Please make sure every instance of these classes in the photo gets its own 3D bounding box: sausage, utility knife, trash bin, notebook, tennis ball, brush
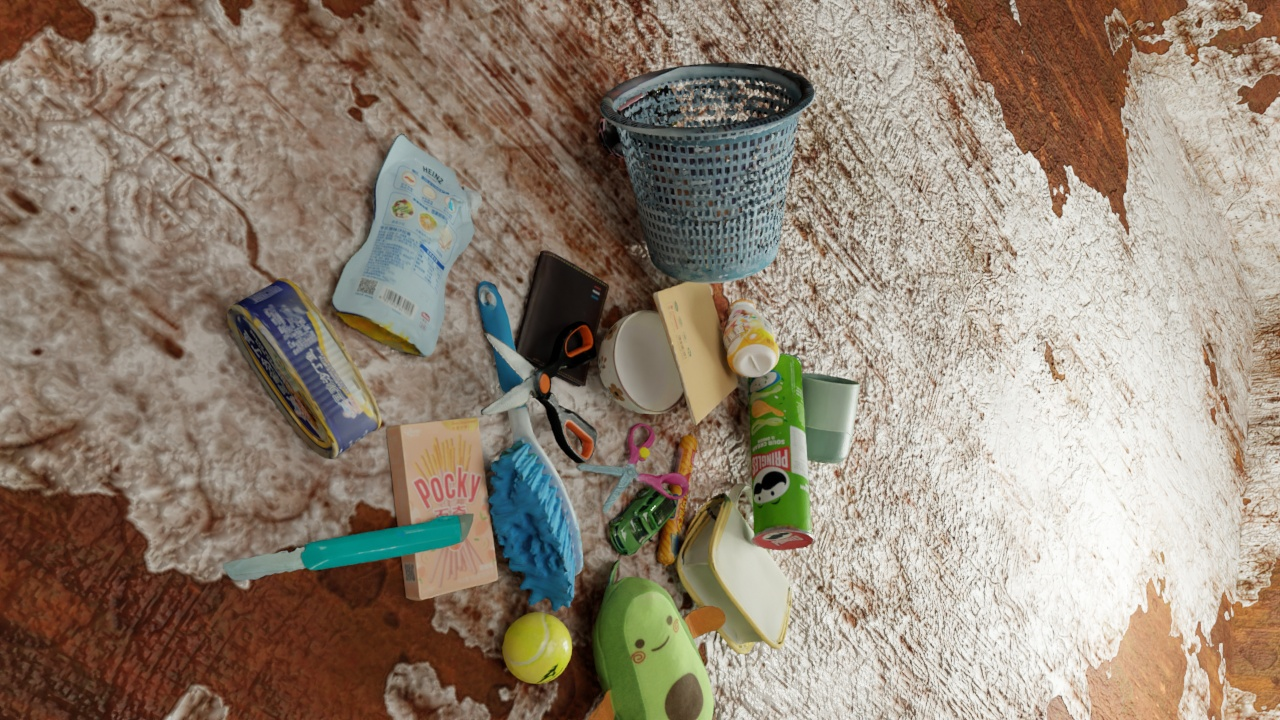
[{"bbox_3d":[0.043,0.158,1.052,0.021,0.022,0.165,28,64,-36],"label":"sausage"},{"bbox_3d":[-0.239,0.157,0.775,0.209,0.013,0.029,-5,88,-32],"label":"utility knife"},{"bbox_3d":[0.076,-0.202,1.019,0.225,0.227,0.195,-39,136,-40],"label":"trash bin"},{"bbox_3d":[0.068,-0.019,1.057,0.207,0.008,0.148,-30,104,-69],"label":"notebook"},{"bbox_3d":[-0.098,0.272,0.869,0.065,0.066,0.065,10,76,-42],"label":"tennis ball"},{"bbox_3d":[-0.119,0.080,0.890,0.109,0.061,0.314,-45,118,-70],"label":"brush"}]

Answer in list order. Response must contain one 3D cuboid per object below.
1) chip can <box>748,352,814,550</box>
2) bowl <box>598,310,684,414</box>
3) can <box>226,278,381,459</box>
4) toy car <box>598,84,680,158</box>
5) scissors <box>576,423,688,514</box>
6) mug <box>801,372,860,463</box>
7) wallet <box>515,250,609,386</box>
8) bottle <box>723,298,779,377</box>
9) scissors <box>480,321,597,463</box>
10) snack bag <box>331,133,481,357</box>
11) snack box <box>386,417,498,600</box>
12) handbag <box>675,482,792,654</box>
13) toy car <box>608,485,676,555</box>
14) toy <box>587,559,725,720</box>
[{"bbox_3d":[0.168,0.107,1.112,0.072,0.072,0.235,27,53,-37],"label":"chip can"},{"bbox_3d":[-0.006,0.006,1.007,0.113,0.062,0.113,13,72,-43],"label":"bowl"},{"bbox_3d":[-0.274,0.008,0.750,0.049,0.075,0.148,-40,110,-37],"label":"can"},{"bbox_3d":[-0.003,-0.283,1.085,0.122,0.037,0.056,-39,111,-27],"label":"toy car"},{"bbox_3d":[-0.003,0.125,0.998,0.128,0.017,0.133,37,46,-1],"label":"scissors"},{"bbox_3d":[0.238,0.073,1.207,0.111,0.082,0.106,-52,149,-81],"label":"mug"},{"bbox_3d":[-0.083,-0.044,0.977,0.096,0.020,0.122,27,67,-37],"label":"wallet"},{"bbox_3d":[0.133,-0.030,1.129,0.063,0.063,0.108,39,28,-31],"label":"bottle"},{"bbox_3d":[-0.091,0.020,0.893,0.221,0.022,0.221,-71,148,-42],"label":"scissors"},{"bbox_3d":[-0.212,-0.107,0.855,0.110,0.039,0.190,27,63,-31],"label":"snack bag"},{"bbox_3d":[-0.182,0.133,0.845,0.084,0.026,0.157,-4,85,-43],"label":"snack box"},{"bbox_3d":[0.120,0.236,1.094,0.163,0.063,0.178,55,36,-21],"label":"handbag"},{"bbox_3d":[0.003,0.174,1.004,0.091,0.036,0.043,-41,111,-35],"label":"toy car"},{"bbox_3d":[0.017,0.331,0.950,0.226,0.090,0.247,-33,106,-45],"label":"toy"}]
